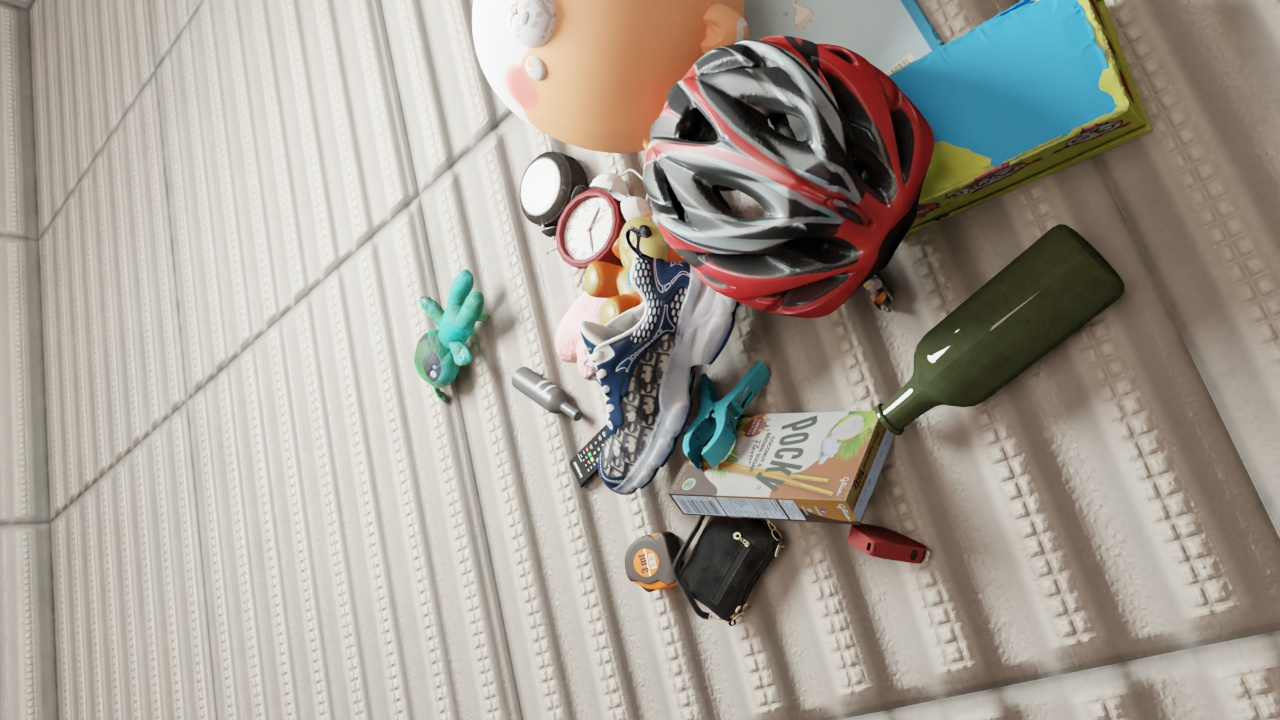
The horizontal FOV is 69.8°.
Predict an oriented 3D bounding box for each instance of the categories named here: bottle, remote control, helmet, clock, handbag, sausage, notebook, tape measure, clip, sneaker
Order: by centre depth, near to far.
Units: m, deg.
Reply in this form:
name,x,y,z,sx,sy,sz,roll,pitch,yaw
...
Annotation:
name,x,y,z,sx,sy,sz,roll,pitch,yaw
bottle,0.273,-0.014,0.728,0.207,0.071,0.071,-46,58,28
helmet,0.101,-0.158,0.747,0.272,0.166,0.218,44,111,48
tape measure,0.208,0.157,0.784,0.051,0.059,0.019,-151,74,-71
sausage,0.192,-0.106,0.844,0.020,0.020,0.155,-42,60,30
handbag,0.085,0.193,0.885,0.079,0.054,0.129,35,106,34
clip,0.068,0.055,0.890,0.103,0.027,0.119,-19,33,39
notebook,0.172,-0.320,0.893,0.182,0.009,0.253,-36,62,33
sneaker,-0.005,0.005,0.902,0.103,0.132,0.270,-80,12,-66
tape measure,0.017,0.211,0.955,0.059,0.038,0.058,-24,70,23
remote control,-0.031,0.089,1.023,0.147,0.015,0.033,-46,58,28
clock,-0.041,-0.152,1.031,0.138,0.048,0.096,-52,55,15
bottle,-0.108,0.043,1.087,0.113,0.030,0.030,30,105,40
clock,-0.106,-0.202,1.103,0.091,0.043,0.122,-47,57,28

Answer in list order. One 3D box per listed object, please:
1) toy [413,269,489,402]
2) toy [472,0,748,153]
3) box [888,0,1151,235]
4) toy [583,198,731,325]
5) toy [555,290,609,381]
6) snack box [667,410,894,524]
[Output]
name,x,y,z,sx,sy,sz,roll,pitch,yaw
toy,-0.247,-0.028,1.199,0.194,0.072,0.130,-56,51,33
toy,-0.027,-0.332,0.905,0.281,0.265,0.263,45,125,22
box,0.274,-0.196,0.743,0.222,0.079,0.124,-24,74,34
toy,0.021,-0.105,0.950,0.176,0.096,0.112,-35,49,8
toy,-0.052,-0.029,1.021,0.108,0.053,0.105,-46,40,24
snack box,0.125,0.095,0.834,0.186,0.031,0.100,-5,41,41
